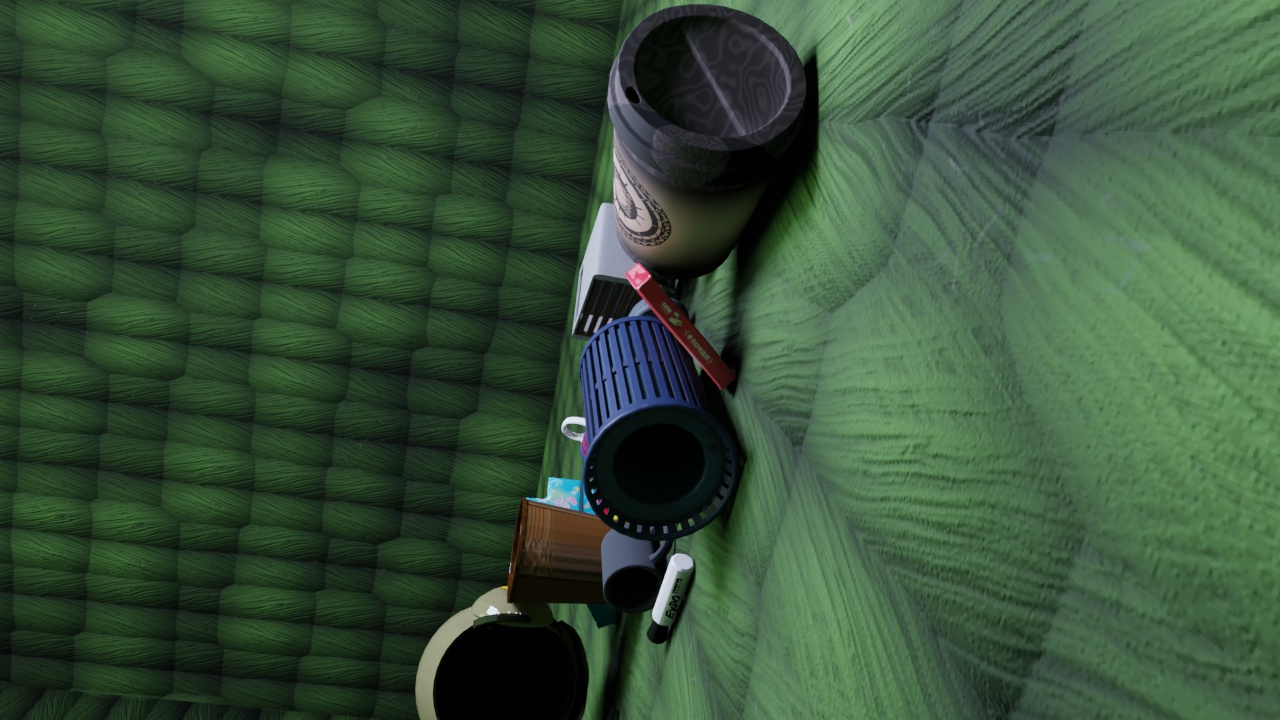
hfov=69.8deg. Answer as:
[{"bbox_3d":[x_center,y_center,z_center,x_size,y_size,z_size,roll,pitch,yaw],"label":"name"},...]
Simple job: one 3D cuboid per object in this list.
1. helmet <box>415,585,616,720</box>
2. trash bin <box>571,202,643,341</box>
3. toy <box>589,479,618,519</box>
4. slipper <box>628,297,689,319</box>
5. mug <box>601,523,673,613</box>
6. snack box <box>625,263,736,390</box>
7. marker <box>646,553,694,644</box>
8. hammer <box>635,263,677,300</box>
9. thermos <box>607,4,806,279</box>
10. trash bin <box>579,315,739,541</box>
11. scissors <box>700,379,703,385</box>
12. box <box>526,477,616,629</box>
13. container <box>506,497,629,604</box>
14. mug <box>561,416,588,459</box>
[{"bbox_3d":[-0.170,0.433,1.228,0.233,0.255,0.250,134,144,-70],"label":"helmet"},{"bbox_3d":[-0.027,-0.121,1.385,0.229,0.114,0.114,119,158,-65],"label":"trash bin"},{"bbox_3d":[-0.040,0.200,1.339,0.106,0.067,0.137,106,163,-56],"label":"toy"},{"bbox_3d":[-0.007,0.007,1.202,0.082,0.101,0.264,-93,18,-49],"label":"slipper"},{"bbox_3d":[0.002,0.229,1.060,0.105,0.071,0.077,-49,20,19],"label":"mug"},{"bbox_3d":[0.038,-0.035,0.903,0.021,0.133,0.089,-41,16,4],"label":"snack box"},{"bbox_3d":[0.030,0.254,0.963,0.025,0.025,0.126,-94,16,-54],"label":"marker"},{"bbox_3d":[0.002,-0.242,1.224,0.156,0.043,0.322,70,-168,-73],"label":"hammer"},{"bbox_3d":[0.049,-0.189,0.864,0.227,0.172,0.172,103,172,-63],"label":"thermos"},{"bbox_3d":[0.006,0.053,0.922,0.249,0.139,0.139,-104,25,-66],"label":"trash bin"},{"bbox_3d":[0.049,0.057,1.064,0.172,0.014,0.090,138,141,-72],"label":"scissors"},{"bbox_3d":[-0.092,0.264,1.361,0.084,0.172,0.226,-43,26,24],"label":"box"},{"bbox_3d":[-0.078,0.252,1.174,0.132,0.167,0.132,-172,91,-81],"label":"container"},{"bbox_3d":[-0.068,0.115,1.425,0.076,0.112,0.074,112,180,-55],"label":"mug"}]
